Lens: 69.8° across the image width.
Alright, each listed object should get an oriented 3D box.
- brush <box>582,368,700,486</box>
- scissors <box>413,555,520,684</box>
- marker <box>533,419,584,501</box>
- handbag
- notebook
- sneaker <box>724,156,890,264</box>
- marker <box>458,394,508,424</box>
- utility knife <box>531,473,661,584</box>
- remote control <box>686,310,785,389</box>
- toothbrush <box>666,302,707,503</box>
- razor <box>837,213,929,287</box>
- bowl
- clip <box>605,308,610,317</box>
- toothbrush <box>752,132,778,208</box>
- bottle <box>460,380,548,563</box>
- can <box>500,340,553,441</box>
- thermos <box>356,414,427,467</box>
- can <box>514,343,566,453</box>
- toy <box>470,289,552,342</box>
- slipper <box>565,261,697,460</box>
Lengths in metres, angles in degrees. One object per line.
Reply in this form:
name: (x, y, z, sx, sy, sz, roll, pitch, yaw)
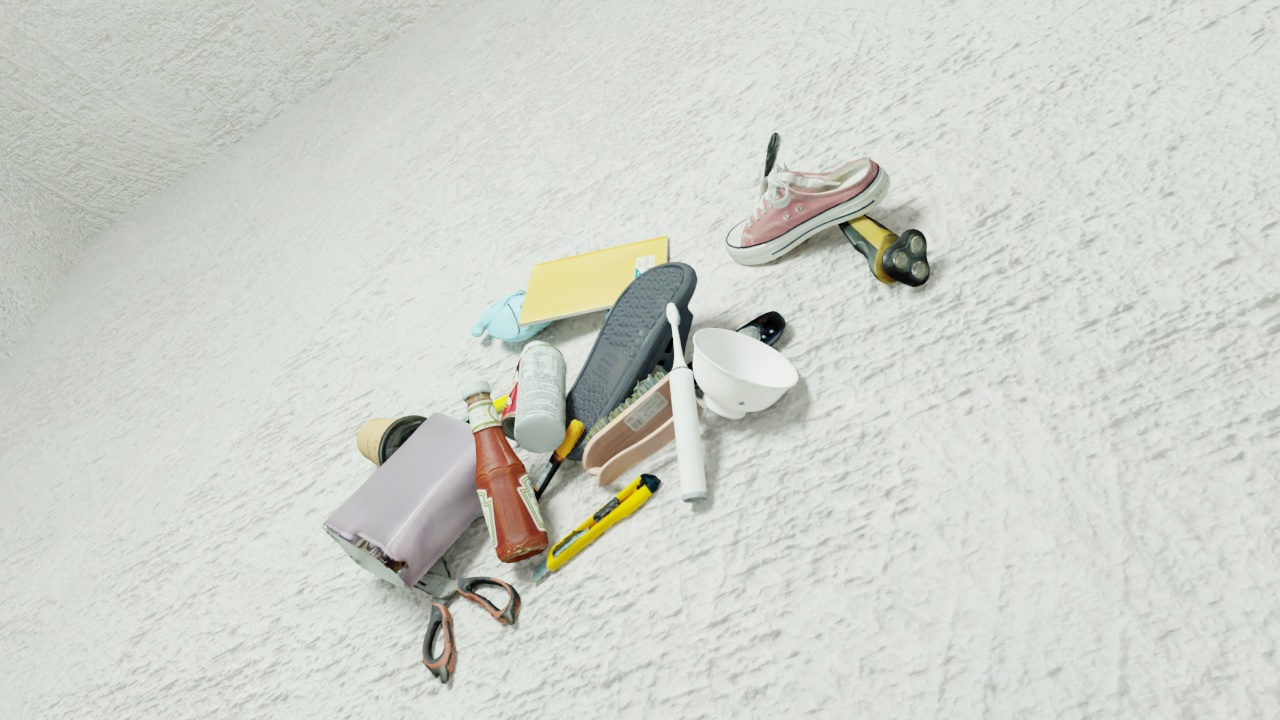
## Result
brush: (-0.003, 0.078, 1.015, 0.145, 0.063, 0.073, -39, 37, 0)
scissors: (-0.214, 0.268, 1.027, 0.189, 0.015, 0.224, -24, 38, 18)
marker: (-0.101, 0.123, 1.058, 0.124, 0.015, 0.018, -59, 37, 9)
handbag: (-0.253, 0.166, 1.089, 0.145, 0.098, 0.196, 7, 48, 48)
notebook: (-0.063, -0.111, 1.267, 0.206, 0.010, 0.145, -11, 38, 13)
sneaker: (0.179, -0.191, 1.098, 0.242, 0.088, 0.118, -20, 36, 50)
marker: (-0.223, 0.076, 1.243, 0.124, 0.015, 0.018, -26, 37, 21)
utility knife: (-0.051, 0.179, 0.986, 0.177, 0.015, 0.033, -39, 34, -1)
remote control: (0.107, -0.008, 1.047, 0.136, 0.024, 0.053, -33, 35, 4)
toothbrush: (0.045, 0.040, 0.970, 0.027, 0.026, 0.220, -14, 67, 20)
razor: (0.268, -0.136, 1.029, 0.068, 0.062, 0.167, -60, 25, 20)
bowl: (0.101, 0.022, 0.976, 0.065, 0.118, 0.118, -69, 28, 25)
clip: (-0.015, -0.061, 1.213, 0.058, 0.044, 0.027, -4, 46, 30)
toothbrush: (0.175, -0.264, 1.273, 0.016, 0.018, 0.180, -15, 41, 33)
bottle: (-0.158, 0.120, 1.023, 0.060, 0.059, 0.206, -25, 71, 16)
can: (-0.141, 0.038, 1.180, 0.053, 0.053, 0.132, -16, 42, 27)
thermos: (-0.326, 0.114, 1.230, 0.143, 0.093, 0.092, 5, 54, 51)
can: (-0.117, 0.043, 1.085, 0.058, 0.058, 0.146, -27, 33, 14)
toy: (-0.177, -0.064, 1.322, 0.161, 0.050, 0.156, -26, 30, 9)
slipper: (-0.006, 0.006, 1.092, 0.268, 0.083, 0.111, -59, 37, 4)
